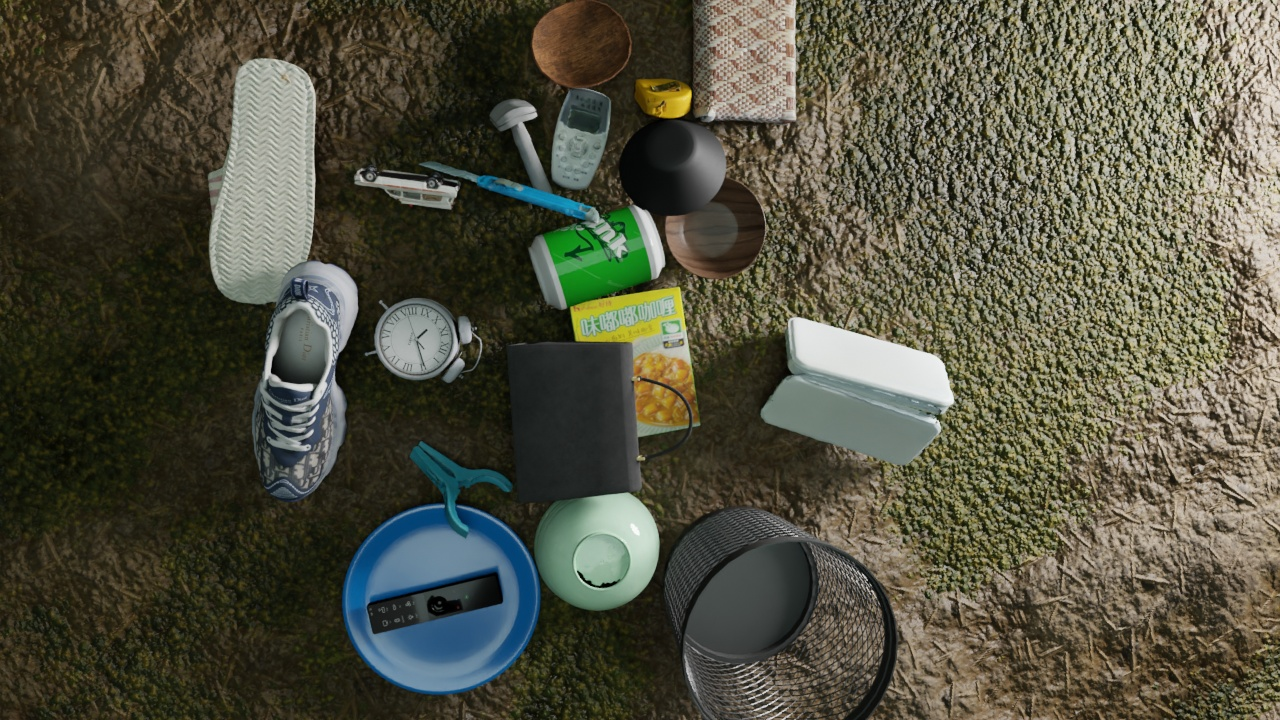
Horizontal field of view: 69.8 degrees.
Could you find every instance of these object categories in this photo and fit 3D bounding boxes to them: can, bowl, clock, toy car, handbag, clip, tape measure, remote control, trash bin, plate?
[{"bbox_3d":[-0.050,-0.116,1.036,0.140,0.088,0.088,-19,96,-6],"label":"can"},{"bbox_3d":[-0.048,0.224,1.063,0.151,0.077,0.151,0,93,-7],"label":"bowl"},{"bbox_3d":[-0.242,-0.021,1.043,0.122,0.035,0.094,15,92,-7],"label":"clock"},{"bbox_3d":[-0.261,-0.193,1.032,0.113,0.039,0.039,5,114,-7],"label":"toy car"},{"bbox_3d":[0.035,-0.231,1.035,0.124,0.052,0.124,-1,75,5],"label":"bowl"},{"bbox_3d":[0.120,-0.368,1.063,0.124,0.047,0.186,-1,94,-15],"label":"handbag"},{"bbox_3d":[-0.197,0.141,1.056,0.120,0.033,0.122,-11,64,-24],"label":"clip"},{"bbox_3d":[0.029,-0.300,1.046,0.059,0.068,0.030,-9,130,-12],"label":"tape measure"},{"bbox_3d":[-0.039,0.064,1.025,0.196,0.072,0.176,-3,94,13],"label":"handbag"},{"bbox_3d":[-0.070,-0.253,1.054,0.060,0.028,0.114,15,91,-8],"label":"remote control"},{"bbox_3d":[0.134,0.277,1.012,0.217,0.227,0.218,0,93,-7],"label":"trash bin"},{"bbox_3d":[-0.229,0.275,1.069,0.224,0.024,0.224,0,94,-7],"label":"plate"},{"bbox_3d":[-0.068,-0.356,1.047,0.114,0.026,0.102,-21,86,-8],"label":"bowl"},{"bbox_3d":[-0.234,0.277,1.048,0.150,0.013,0.034,-12,95,-6],"label":"remote control"},{"bbox_3d":[0.085,-0.155,1.078,0.119,0.032,0.119,0,94,-7],"label":"bowl"}]

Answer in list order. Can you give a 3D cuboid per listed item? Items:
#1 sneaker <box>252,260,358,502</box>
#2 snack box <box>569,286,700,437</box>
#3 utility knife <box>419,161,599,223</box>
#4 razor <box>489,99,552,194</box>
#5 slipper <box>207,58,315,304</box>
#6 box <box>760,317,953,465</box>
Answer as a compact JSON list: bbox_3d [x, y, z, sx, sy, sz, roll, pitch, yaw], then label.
[{"bbox_3d":[-0.368,0.033,0.976,0.103,0.132,0.269,11,101,-10],"label":"sneaker"},{"bbox_3d":[-0.006,0.006,1.079,0.132,0.027,0.168,-10,94,-6],"label":"snack box"},{"bbox_3d":[-0.146,-0.191,1.026,0.220,0.031,0.015,17,125,10],"label":"utility knife"},{"bbox_3d":[-0.126,-0.232,1.035,0.047,0.088,0.116,-24,115,-5],"label":"razor"},{"bbox_3d":[-0.410,-0.193,0.998,0.115,0.052,0.263,8,105,-18],"label":"slipper"},{"bbox_3d":[0.256,0.031,1.109,0.210,0.104,0.129,20,132,-11],"label":"box"}]
